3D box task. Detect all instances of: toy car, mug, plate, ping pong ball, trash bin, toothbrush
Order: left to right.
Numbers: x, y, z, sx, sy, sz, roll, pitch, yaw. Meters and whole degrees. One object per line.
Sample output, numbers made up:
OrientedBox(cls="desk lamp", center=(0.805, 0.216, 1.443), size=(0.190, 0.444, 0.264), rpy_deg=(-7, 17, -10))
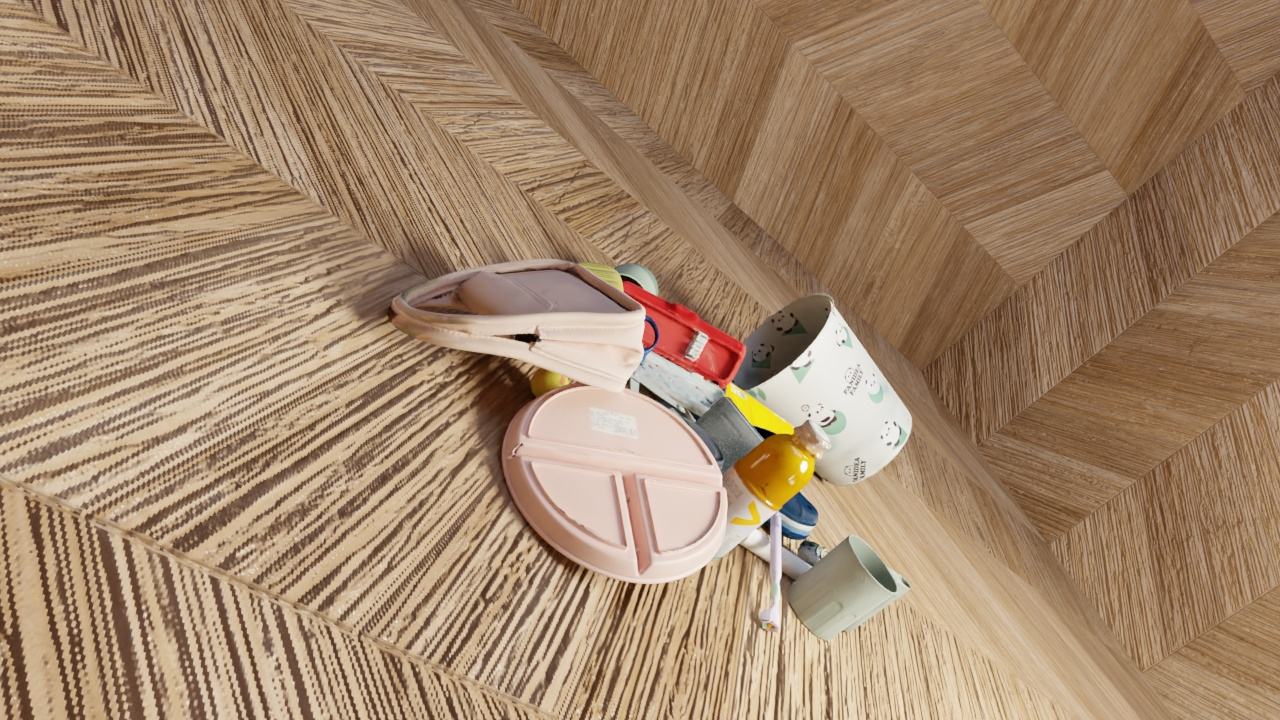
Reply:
OrientedBox(cls="ping pong ball", center=(-0.096, 0.025, 0.973), size=(0.040, 0.040, 0.040), rpy_deg=(40, 19, -17))
OrientedBox(cls="mug", center=(-0.034, -0.099, 1.335), size=(0.112, 0.082, 0.106), rpy_deg=(16, 18, 5))
OrientedBox(cls="plate", center=(-0.017, 0.104, 0.863), size=(0.229, 0.028, 0.229), rpy_deg=(18, 39, -15))
OrientedBox(cls="toothbrush", center=(0.142, 0.221, 1.108), size=(0.221, 0.027, 0.026), rpy_deg=(36, 40, -27))
OrientedBox(cls="toothbrush", center=(0.153, 0.237, 1.056), size=(0.029, 0.021, 0.188), rpy_deg=(41, 29, -13))
OrientedBox(cls="trash bin", center=(0.300, 0.056, 1.515), size=(0.252, 0.230, 0.229), rpy_deg=(46, 18, -16))
OrientedBox(cls="toy car", center=(0.241, 0.275, 1.183), size=(0.105, 0.049, 0.031), rpy_deg=(47, 63, -4))
OrientedBox(cls="mug", center=(0.251, 0.279, 1.100), size=(0.124, 0.103, 0.083), rpy_deg=(34, 21, -35))

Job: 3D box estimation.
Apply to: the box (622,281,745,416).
OrientedBox(cls="box", center=(0.031, -0.011, 1.221), size=(0.201, 0.060, 0.160), rpy_deg=(29, 49, 1))

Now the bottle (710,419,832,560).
OrientedBox(cls="bottle", center=(0.121, 0.136, 0.976), size=(0.068, 0.190, 0.068), rpy_deg=(41, 18, -17))

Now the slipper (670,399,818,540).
OrientedBox(cls="slipper", center=(0.149, 0.125, 1.226), size=(0.253, 0.095, 0.105), rpy_deg=(45, 20, 7))

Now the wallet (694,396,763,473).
OrientedBox(cls="wallet", center=(0.109, 0.118, 1.139), size=(0.121, 0.097, 0.019), rpy_deg=(51, 15, 15))

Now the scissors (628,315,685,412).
OrientedBox(cls="scissors", center=(-0.012, 0.006, 1.155), size=(0.176, 0.012, 0.162), rpy_deg=(29, 53, -2))

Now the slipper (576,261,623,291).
OrientedBox(cls="slipper", center=(-0.063, -0.041, 1.107), size=(0.091, 0.082, 0.190), rpy_deg=(8, 44, -2))

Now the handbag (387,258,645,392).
OrientedBox(cls="handbag", center=(-0.130, -0.042, 0.902), size=(0.233, 0.093, 0.193), rpy_deg=(2, 19, -35))

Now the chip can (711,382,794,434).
OrientedBox(cls="chip can", center=(0.168, 0.097, 1.358), size=(0.213, 0.072, 0.072), rpy_deg=(33, 22, -32))

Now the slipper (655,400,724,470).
OrientedBox(cls="slipper", center=(0.024, 0.082, 1.013), size=(0.110, 0.083, 0.267), rpy_deg=(50, 22, 26))
